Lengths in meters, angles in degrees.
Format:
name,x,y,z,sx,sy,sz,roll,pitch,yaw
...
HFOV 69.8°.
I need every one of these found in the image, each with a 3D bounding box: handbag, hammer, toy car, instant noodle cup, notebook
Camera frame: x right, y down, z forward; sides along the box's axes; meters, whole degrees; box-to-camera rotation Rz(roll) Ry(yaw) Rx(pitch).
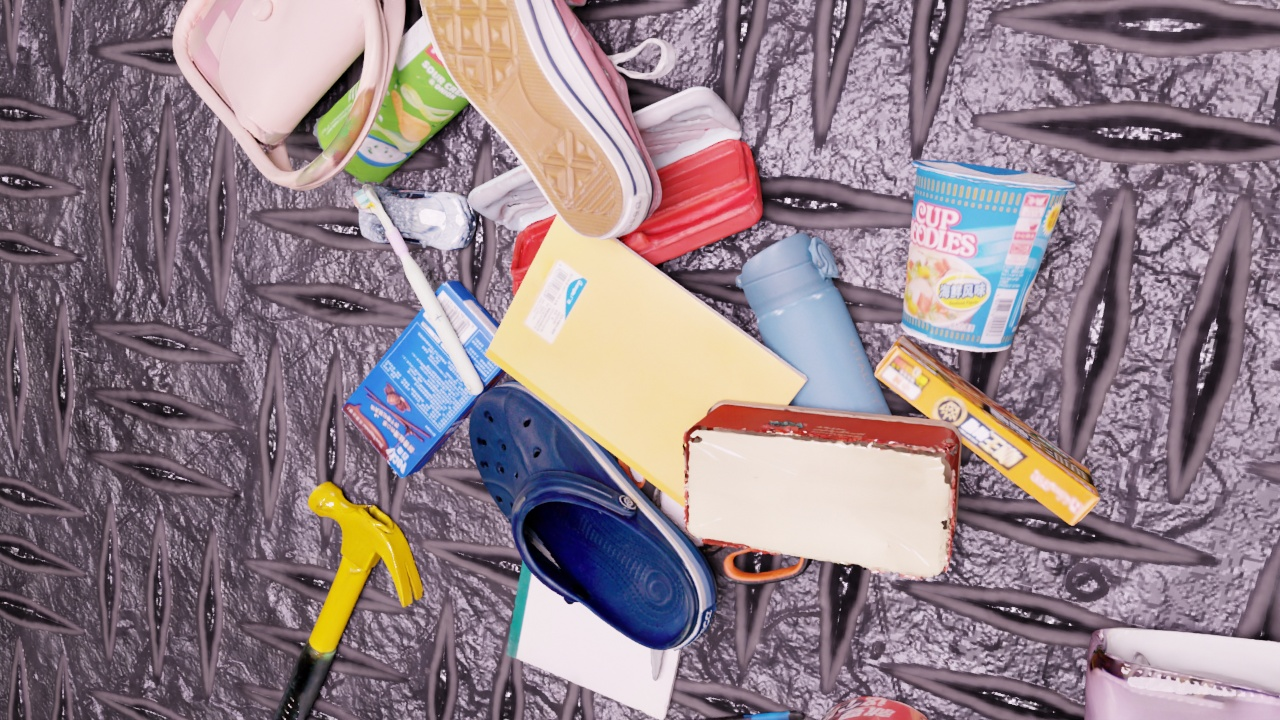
name,x,y,z,sx,sy,sz,roll,pitch,yaw
handbag,0.355,0.277,0.580,0.145,0.098,0.197,3,100,18
hammer,-0.295,0.265,0.851,0.129,0.032,0.301,31,107,15
toy car,-0.186,-0.118,0.756,0.106,0.031,0.049,7,102,17
instant noodle cup,0.164,0.311,0.649,0.138,0.108,0.138,3,99,19
instant noodle cup,0.214,-0.066,0.589,0.099,0.099,0.110,12,109,18
handbag,-0.250,-0.227,0.690,0.194,0.093,0.234,-39,60,22
notebook,-0.028,0.172,0.750,0.150,0.012,0.209,15,102,19
notebook,-0.004,0.004,0.657,0.206,0.010,0.146,36,120,7

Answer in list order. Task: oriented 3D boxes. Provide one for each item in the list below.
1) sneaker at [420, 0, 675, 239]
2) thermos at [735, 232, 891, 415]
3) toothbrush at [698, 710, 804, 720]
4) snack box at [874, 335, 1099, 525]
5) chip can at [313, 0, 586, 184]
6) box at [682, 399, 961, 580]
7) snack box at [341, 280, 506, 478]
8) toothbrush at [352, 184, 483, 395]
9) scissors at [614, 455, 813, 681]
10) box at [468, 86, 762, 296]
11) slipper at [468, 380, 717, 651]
name,x,y,z,sx,sy,sz,roll,pitch,yaw
sneaker,-0.055,-0.190,0.592,0.119,0.087,0.241,-35,86,41
thermos,0.135,0.020,0.641,0.070,0.070,0.220,-22,90,21
toothbrush,0.041,0.299,0.743,0.190,0.016,0.014,-15,97,20
snack box,0.225,0.042,0.605,0.154,0.075,0.026,39,109,11
chip can,-0.148,-0.224,0.690,0.237,0.072,0.072,-31,87,29
box,0.111,0.083,0.580,0.168,0.077,0.091,5,106,24
snack box,-0.177,0.017,0.774,0.084,0.026,0.157,47,110,8
toothbrush,-0.177,-0.055,0.738,0.189,0.020,0.029,60,147,0
scissors,0.028,0.139,0.709,0.221,0.021,0.233,-2,96,27
box,-0.023,-0.123,0.657,0.202,0.100,0.095,-19,49,22
slipper,-0.055,0.121,0.685,0.253,0.095,0.105,42,114,23
